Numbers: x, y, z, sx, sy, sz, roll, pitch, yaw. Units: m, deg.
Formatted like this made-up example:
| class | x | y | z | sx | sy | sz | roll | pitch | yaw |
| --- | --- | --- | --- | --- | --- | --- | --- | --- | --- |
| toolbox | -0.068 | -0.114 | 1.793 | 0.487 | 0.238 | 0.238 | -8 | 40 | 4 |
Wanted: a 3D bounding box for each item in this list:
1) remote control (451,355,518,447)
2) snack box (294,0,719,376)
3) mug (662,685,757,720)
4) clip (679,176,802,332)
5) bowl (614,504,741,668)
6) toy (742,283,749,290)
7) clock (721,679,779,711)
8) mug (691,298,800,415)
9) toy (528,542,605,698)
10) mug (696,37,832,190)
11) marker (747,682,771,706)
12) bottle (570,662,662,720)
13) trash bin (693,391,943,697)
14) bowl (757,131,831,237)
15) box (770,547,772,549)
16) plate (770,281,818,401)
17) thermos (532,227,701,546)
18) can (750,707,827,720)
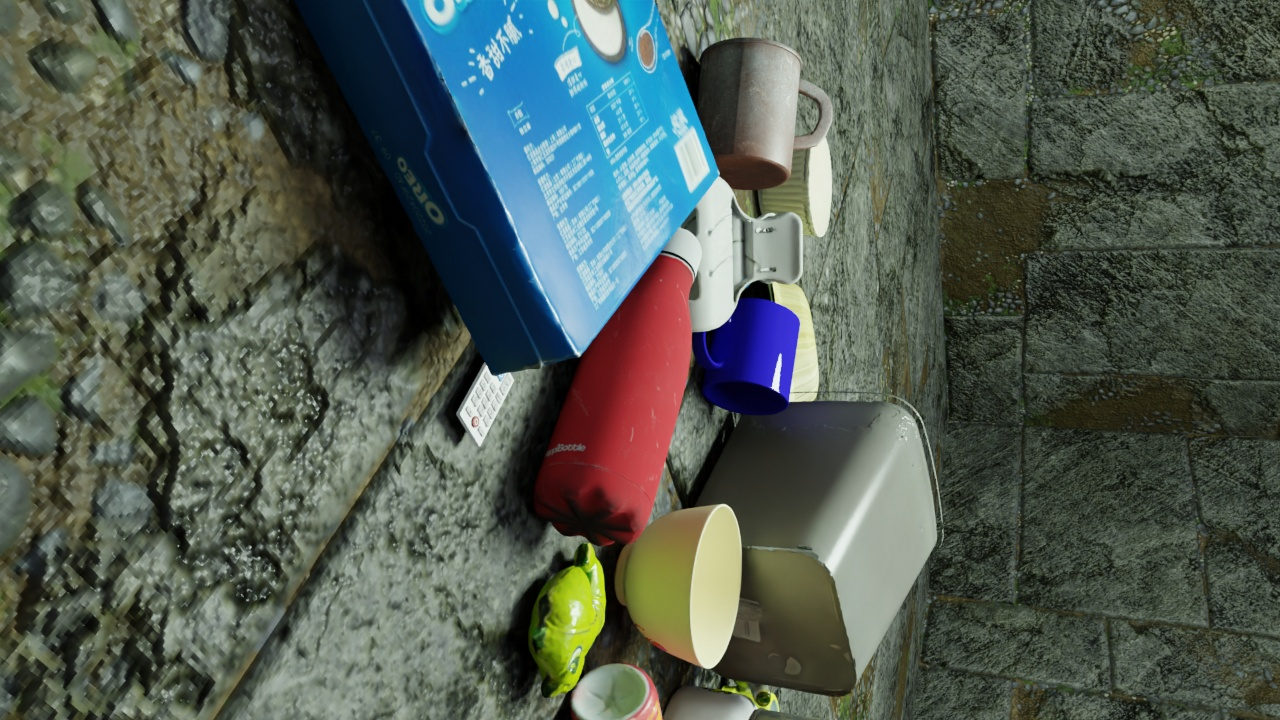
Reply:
| class | x | y | z | sx | sy | sz | roll | pitch | yaw |
| --- | --- | --- | --- | --- | --- | --- | --- | --- | --- |
| remote control | -0.076 | -0.007 | 0.523 | 0.028 | 0.012 | 0.124 | 69 | 32 | -42 |
| snack box | -0.046 | -0.136 | 0.482 | 0.195 | 0.056 | 0.238 | 66 | 33 | -23 |
| mug | 0.065 | 0.340 | 0.806 | 0.115 | 0.068 | 0.094 | 57 | 41 | -53 |
| clip | 0.055 | -0.089 | 0.739 | 0.150 | 0.089 | 0.125 | -8 | 103 | -30 |
| bowl | 0.023 | 0.164 | 0.688 | 0.117 | 0.074 | 0.118 | 2 | 90 | -67 |
| toy | 0.063 | -0.105 | 0.802 | 0.090 | 0.071 | 0.103 | -3 | 80 | -50 |
| clock | 0.108 | 0.360 | 0.926 | 0.118 | 0.057 | 0.083 | -72 | 152 | -47 |
| mug | 0.092 | -0.009 | 0.846 | 0.111 | 0.079 | 0.083 | 29 | 62 | -33 |
| toy | -0.044 | 0.163 | 0.585 | 0.093 | 0.036 | 0.094 | 38 | 55 | -69 |
| mug | 0.107 | -0.209 | 0.802 | 0.096 | 0.123 | 0.110 | 160 | -63 | -84 |
| marker | 0.099 | 0.280 | 0.864 | 0.146 | 0.017 | 0.017 | -118 | -156 | -79 |
| bottle | -0.009 | 0.283 | 0.640 | 0.061 | 0.062 | 0.138 | -50 | 138 | -55 |
| trash bin | 0.150 | 0.166 | 0.844 | 0.219 | 0.198 | 0.197 | -45 | 125 | -49 |
| bowl | 0.170 | -0.194 | 1.016 | 0.115 | 0.063 | 0.115 | 2 | 90 | -67 |
| box | 0.135 | 0.227 | 1.028 | 0.067 | 0.052 | 0.209 | 19 | 71 | -43 |
| plate | 0.168 | -0.018 | 0.988 | 0.184 | 0.036 | 0.184 | -7 | 89 | -82 |
| thermos | -0.004 | 0.004 | 0.615 | 0.073 | 0.073 | 0.239 | 64 | 35 | -48 |
| can | 0.131 | 0.347 | 0.776 | 0.089 | 0.075 | 0.090 | 1 | 90 | -66 |
